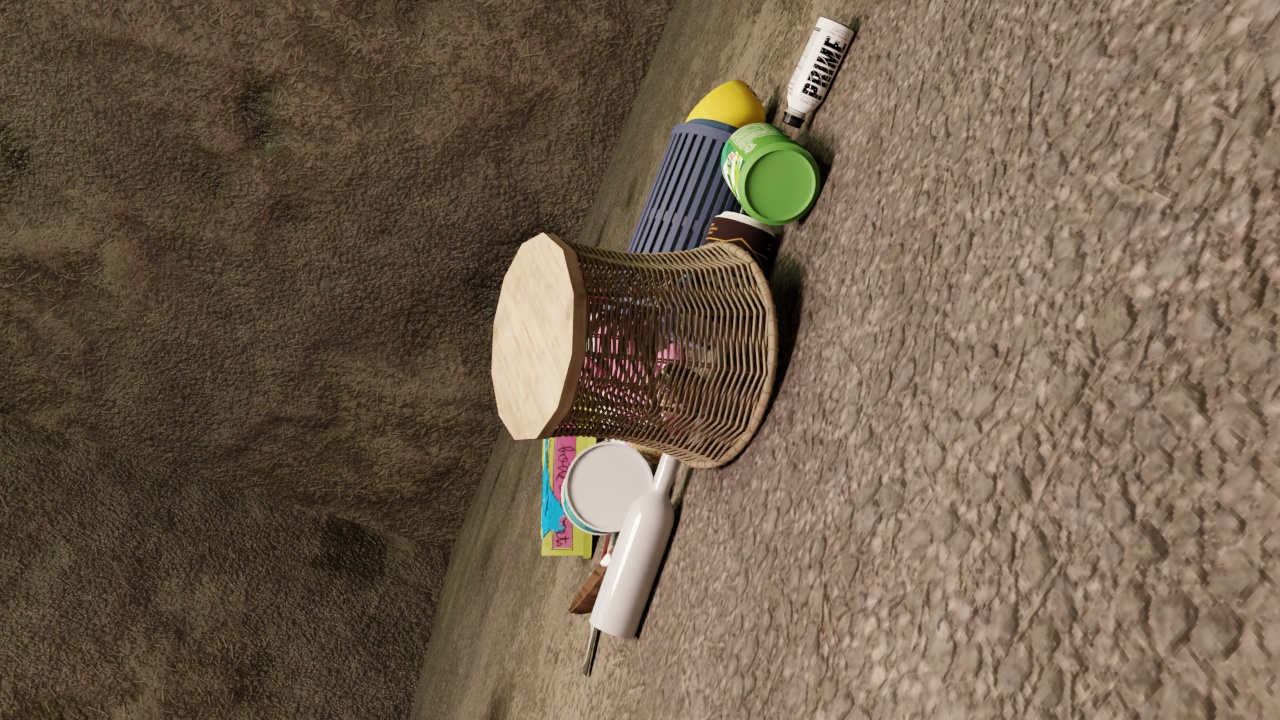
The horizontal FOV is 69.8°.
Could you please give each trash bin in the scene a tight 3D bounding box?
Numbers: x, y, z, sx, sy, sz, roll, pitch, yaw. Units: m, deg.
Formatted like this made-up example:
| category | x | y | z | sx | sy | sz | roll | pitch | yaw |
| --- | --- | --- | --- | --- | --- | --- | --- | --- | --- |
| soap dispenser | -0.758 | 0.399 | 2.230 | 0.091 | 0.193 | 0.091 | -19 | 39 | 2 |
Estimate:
| category | x | y | z | sx | sy | sz | roll | pitch | yaw |
| --- | --- | --- | --- | --- | --- | --- | --- | --- | --- |
| trash bin | 0.059 | -0.153 | 1.099 | 0.139 | 0.139 | 0.249 | -169 | 100 | -79 |

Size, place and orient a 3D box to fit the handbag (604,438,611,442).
| category | x | y | z | sx | sy | sz | roll | pitch | yaw |
| --- | --- | --- | --- | --- | --- | --- | --- | --- | --- |
| handbag | -0.030 | 0.126 | 1.288 | 0.079 | 0.054 | 0.128 | 108 | 174 | -69 |

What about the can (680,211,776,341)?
| category | x | y | z | sx | sy | sz | roll | pitch | yaw |
| --- | --- | --- | --- | --- | --- | --- | --- | --- | --- |
| can | 0.094 | -0.090 | 0.989 | 0.072 | 0.072 | 0.128 | -156 | 86 | -79 |

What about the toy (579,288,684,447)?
| category | x | y | z | sx | sy | sz | roll | pitch | yaw |
| --- | --- | --- | --- | --- | --- | --- | --- | --- | --- |
| toy | -0.007 | 0.007 | 1.198 | 0.128 | 0.186 | 0.265 | -28 | 53 | 15 |

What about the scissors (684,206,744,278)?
| category | x | y | z | sx | sy | sz | roll | pitch | yaw |
| --- | --- | --- | --- | --- | --- | --- | --- | --- | --- |
| scissors | 0.088 | -0.121 | 1.035 | 0.015 | 0.117 | 0.139 | 11 | 88 | 46 |

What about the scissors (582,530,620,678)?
| category | x | y | z | sx | sy | sz | roll | pitch | yaw |
| --- | --- | --- | --- | --- | --- | --- | --- | --- | --- |
| scissors | -0.051 | 0.298 | 1.156 | 0.140 | 0.015 | 0.189 | -162 | 92 | -77 |

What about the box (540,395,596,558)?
| category | x | y | z | sx | sy | sz | roll | pitch | yaw |
| --- | --- | --- | --- | --- | --- | --- | --- | --- | --- |
| box | -0.106 | 0.166 | 1.337 | 0.124 | 0.079 | 0.221 | -142 | 52 | -81 |

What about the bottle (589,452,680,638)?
| category | x | y | z | sx | sy | sz | roll | pitch | yaw |
| --- | --- | --- | --- | --- | --- | --- | --- | --- | --- |
| bottle | 0.002 | 0.194 | 0.983 | 0.052 | 0.052 | 0.195 | -171 | 100 | -79 |

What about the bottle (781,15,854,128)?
| category | x | y | z | sx | sy | sz | roll | pitch | yaw |
| --- | --- | --- | --- | --- | --- | --- | --- | --- | --- |
| bottle | 0.188 | -0.310 | 0.996 | 0.041 | 0.041 | 0.116 | -97 | 29 | -67 |

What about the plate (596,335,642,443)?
| category | x | y | z | sx | sy | sz | roll | pitch | yaw |
| --- | --- | --- | --- | --- | --- | --- | --- | --- | --- |
| plate | -0.027 | 0.046 | 1.398 | 0.189 | 0.027 | 0.188 | -161 | 94 | -86 |

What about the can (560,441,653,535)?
| category | x | y | z | sx | sy | sz | roll | pitch | yaw |
| --- | --- | --- | --- | --- | --- | --- | --- | --- | --- |
| can | -0.042 | 0.155 | 1.085 | 0.144 | 0.099 | 0.099 | 118 | 170 | -76 |

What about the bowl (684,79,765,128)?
| category | x | y | z | sx | sy | sz | roll | pitch | yaw |
| --- | --- | --- | --- | --- | --- | --- | --- | --- | --- |
| bowl | 0.117 | -0.295 | 1.191 | 0.117 | 0.067 | 0.117 | -33 | -21 | -15 |

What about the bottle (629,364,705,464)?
| category | x | y | z | sx | sy | sz | roll | pitch | yaw |
| --- | --- | --- | --- | --- | --- | --- | --- | --- | --- |
| bottle | 0.032 | 0.063 | 1.059 | 0.056 | 0.056 | 0.105 | -97 | 29 | -66 |

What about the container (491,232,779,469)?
| category | x | y | z | sx | sy | sz | roll | pitch | yaw |
| --- | --- | --- | --- | --- | --- | --- | --- | --- | --- |
| container | -0.015 | -0.012 | 0.871 | 0.227 | 0.196 | 0.226 | -16 | 72 | 59 |

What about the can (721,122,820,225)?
| category | x | y | z | sx | sy | sz | roll | pitch | yaw |
| --- | --- | --- | --- | --- | --- | --- | --- | --- | --- |
| can | 0.132 | -0.199 | 0.961 | 0.144 | 0.083 | 0.083 | -97 | 29 | -67 |

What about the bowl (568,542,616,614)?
| category | x | y | z | sx | sy | sz | roll | pitch | yaw |
| --- | --- | --- | --- | --- | --- | --- | --- | --- | --- |
| bowl | -0.034 | 0.250 | 1.057 | 0.119 | 0.032 | 0.119 | -53 | -1 | -2 |
